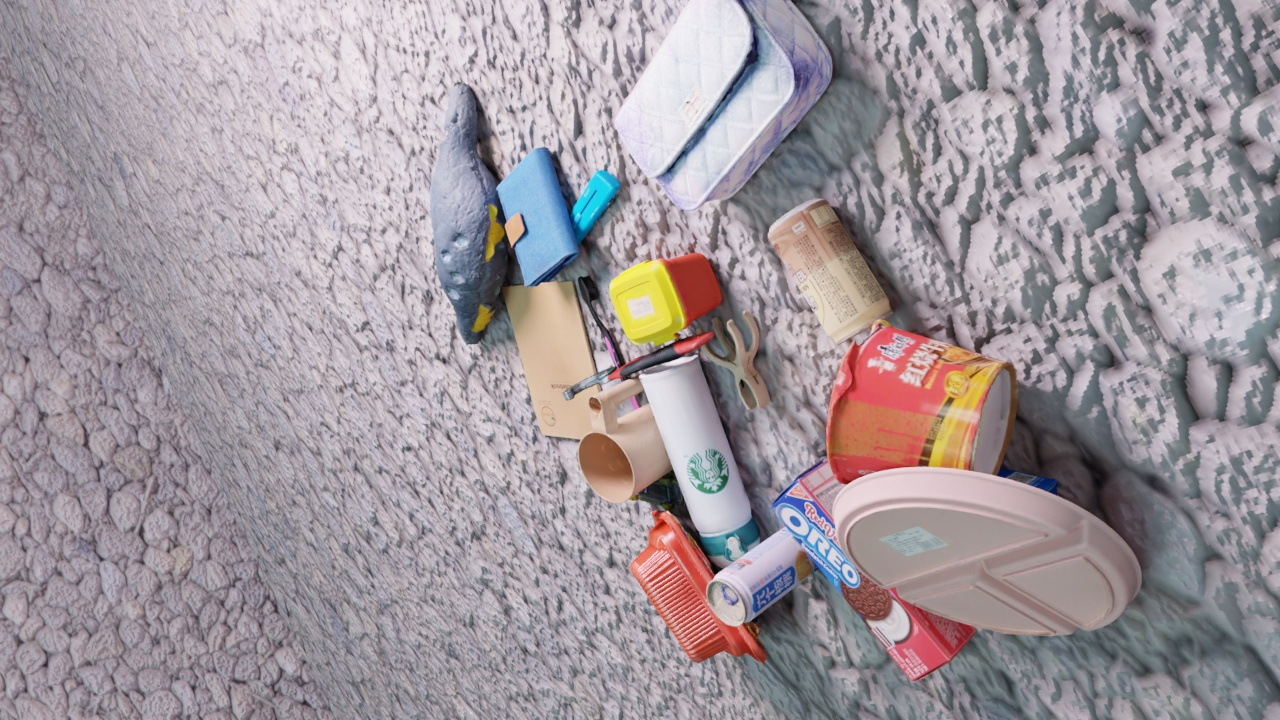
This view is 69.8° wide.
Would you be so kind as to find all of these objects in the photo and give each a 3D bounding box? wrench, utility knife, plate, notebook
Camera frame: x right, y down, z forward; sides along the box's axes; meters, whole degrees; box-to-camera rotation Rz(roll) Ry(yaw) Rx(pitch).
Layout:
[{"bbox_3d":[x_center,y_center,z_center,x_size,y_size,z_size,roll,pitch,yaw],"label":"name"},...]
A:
[{"bbox_3d":[-0.006,0.006,0.983,0.274,0.056,0.016,-21,99,55],"label":"wrench"},{"bbox_3d":[-0.075,-0.147,1.041,0.034,0.018,0.200,56,142,10],"label":"utility knife"},{"bbox_3d":[0.260,0.157,0.716,0.229,0.028,0.230,19,149,12],"label":"plate"},{"bbox_3d":[-0.106,0.003,1.160,0.148,0.008,0.208,2,110,48],"label":"notebook"}]

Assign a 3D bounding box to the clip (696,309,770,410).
[{"bbox_3d":[0.103,-0.005,0.900,0.103,0.034,0.093,52,141,9],"label":"clip"}]

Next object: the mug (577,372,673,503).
[{"bbox_3d":[-0.007,0.080,1.008,0.084,0.103,0.125,7,113,42],"label":"mug"}]

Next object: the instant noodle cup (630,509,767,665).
[{"bbox_3d":[0.054,0.257,1.008,0.189,0.079,0.164,55,172,5],"label":"instant noodle cup"}]

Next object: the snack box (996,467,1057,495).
[{"bbox_3d":[0.272,0.126,0.782,0.157,0.026,0.084,11,117,45],"label":"snack box"}]

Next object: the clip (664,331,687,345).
[{"bbox_3d":[0.026,-0.031,0.986,0.057,0.031,0.025,41,134,33],"label":"clip"}]

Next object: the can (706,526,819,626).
[{"bbox_3d":[0.127,0.207,0.901,0.053,0.134,0.053,25,127,40],"label":"can"}]

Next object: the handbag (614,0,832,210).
[{"bbox_3d":[0.064,-0.230,0.795,0.134,0.075,0.194,56,139,12],"label":"handbag"}]

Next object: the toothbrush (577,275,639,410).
[{"bbox_3d":[-0.030,-0.011,1.067,0.014,0.017,0.189,-14,102,52],"label":"toothbrush"}]

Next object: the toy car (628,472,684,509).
[{"bbox_3d":[0.015,0.144,1.075,0.091,0.035,0.042,11,119,38],"label":"toy car"}]

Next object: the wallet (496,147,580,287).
[{"bbox_3d":[-0.119,-0.162,1.053,0.107,0.040,0.133,-28,76,52],"label":"wallet"}]

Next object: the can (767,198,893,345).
[{"bbox_3d":[0.160,-0.075,0.778,0.059,0.058,0.116,-39,79,50],"label":"can"}]

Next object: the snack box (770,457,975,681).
[{"bbox_3d":[0.214,0.192,0.858,0.207,0.058,0.057,51,136,17],"label":"snack box"}]

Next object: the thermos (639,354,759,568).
[{"bbox_3d":[0.067,0.110,0.971,0.073,0.073,0.224,-13,100,51],"label":"thermos"}]

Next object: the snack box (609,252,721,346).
[{"bbox_3d":[0.028,-0.063,0.918,0.091,0.079,0.082,-18,94,51],"label":"snack box"}]

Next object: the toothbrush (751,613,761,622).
[{"bbox_3d":[0.093,0.209,1.037,0.017,0.014,0.189,-26,88,44],"label":"toothbrush"}]

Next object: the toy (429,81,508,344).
[{"bbox_3d":[-0.215,-0.159,1.147,0.138,0.091,0.357,-123,31,-58],"label":"toy"}]

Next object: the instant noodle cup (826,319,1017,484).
[{"bbox_3d":[0.224,0.046,0.719,0.109,0.137,0.138,14,119,34],"label":"instant noodle cup"}]
